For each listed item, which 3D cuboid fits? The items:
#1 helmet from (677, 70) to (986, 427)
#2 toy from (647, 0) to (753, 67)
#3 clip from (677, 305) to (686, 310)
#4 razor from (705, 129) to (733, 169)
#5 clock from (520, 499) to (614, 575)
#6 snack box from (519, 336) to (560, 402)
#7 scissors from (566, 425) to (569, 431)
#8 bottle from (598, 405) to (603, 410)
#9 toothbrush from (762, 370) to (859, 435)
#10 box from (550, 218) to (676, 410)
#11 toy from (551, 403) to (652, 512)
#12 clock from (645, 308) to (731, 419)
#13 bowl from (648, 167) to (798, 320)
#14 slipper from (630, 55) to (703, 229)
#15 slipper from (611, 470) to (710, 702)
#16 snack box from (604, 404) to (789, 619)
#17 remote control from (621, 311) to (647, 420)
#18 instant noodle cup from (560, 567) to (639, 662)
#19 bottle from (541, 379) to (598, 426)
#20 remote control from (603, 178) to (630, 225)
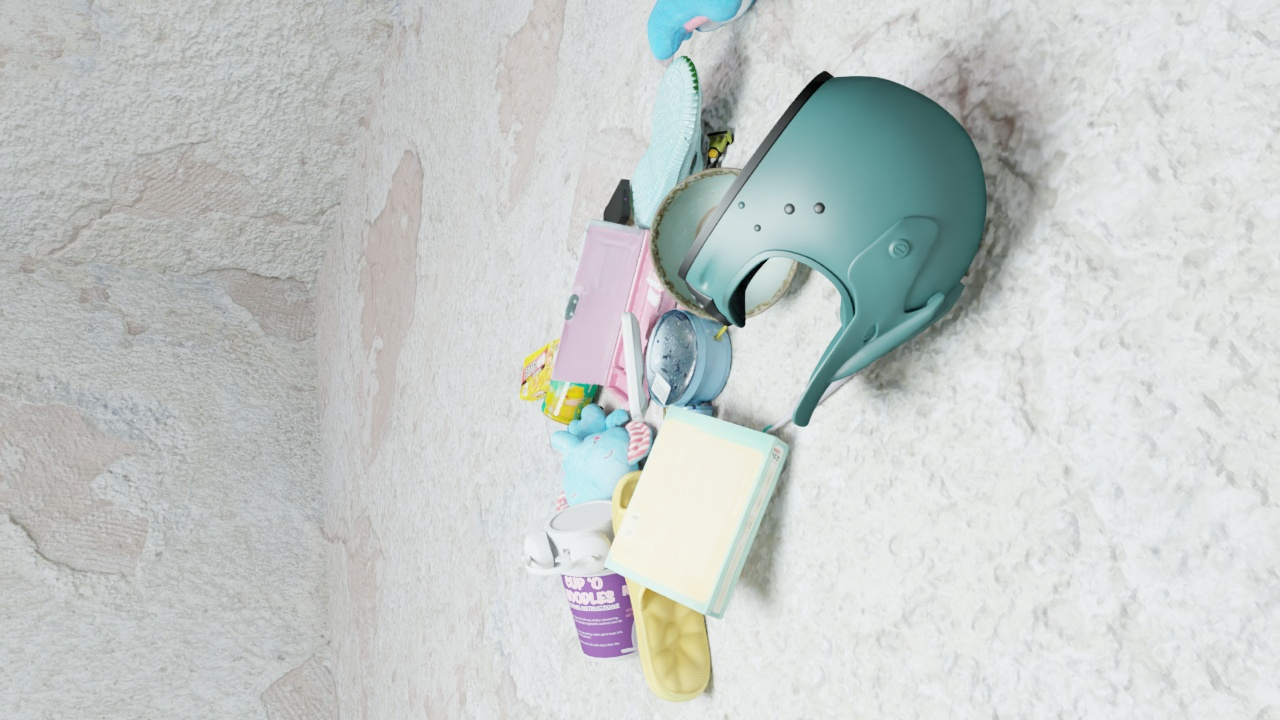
[{"bbox_3d":[0.169,-0.092,0.774,0.275,0.200,0.176,-54,-6,21],"label":"helmet"},{"bbox_3d":[0.070,-0.421,1.074,0.225,0.099,0.190,-33,21,40],"label":"toy"},{"bbox_3d":[0.055,-0.054,1.156,0.060,0.045,0.023,-32,53,16],"label":"clip"},{"bbox_3d":[0.086,-0.209,1.129,0.044,0.021,0.144,16,101,61],"label":"razor"},{"bbox_3d":[-0.073,0.222,1.105,0.120,0.158,0.061,-7,105,31],"label":"clock"},{"bbox_3d":[-0.153,0.015,1.496,0.153,0.025,0.075,-26,55,57],"label":"snack box"},{"bbox_3d":[-0.104,0.067,1.418,0.124,0.016,0.125,-55,39,34],"label":"scissors"},{"bbox_3d":[-0.079,0.121,1.342,0.033,0.033,0.123,50,127,53],"label":"bottle"},{"bbox_3d":[0.176,0.032,0.917,0.188,0.018,0.019,-49,42,46],"label":"toothbrush"},{"bbox_3d":[-0.032,-0.058,1.209,0.106,0.115,0.233,41,120,55],"label":"box"},{"bbox_3d":[-0.067,0.125,1.241,0.184,0.114,0.180,-47,41,20],"label":"toy"},{"bbox_3d":[0.052,0.015,1.102,0.118,0.060,0.162,48,126,54],"label":"clock"},{"bbox_3d":[0.098,-0.129,0.992,0.093,0.160,0.160,-41,-31,-70],"label":"bowl"},{"bbox_3d":[0.045,-0.263,1.169,0.277,0.069,0.115,117,148,-59],"label":"slipper"},{"bbox_3d":[0.037,0.249,1.044,0.079,0.099,0.263,-32,61,52],"label":"slipper"},{"bbox_3d":[0.057,0.156,0.974,0.142,0.044,0.193,15,78,39],"label":"snack box"},{"bbox_3d":[-0.007,0.007,1.147,0.050,0.022,0.133,79,-175,-74],"label":"remote control"},{"bbox_3d":[-0.032,0.304,1.154,0.122,0.137,0.122,-138,41,-85],"label":"instant noodle cup"},{"bbox_3d":[-0.080,-0.010,1.333,0.068,0.068,0.210,39,111,57],"label":"bottle"},{"bbox_3d":[-0.035,-0.208,1.314,0.134,0.013,0.058,141,130,-73],"label":"remote control"}]
